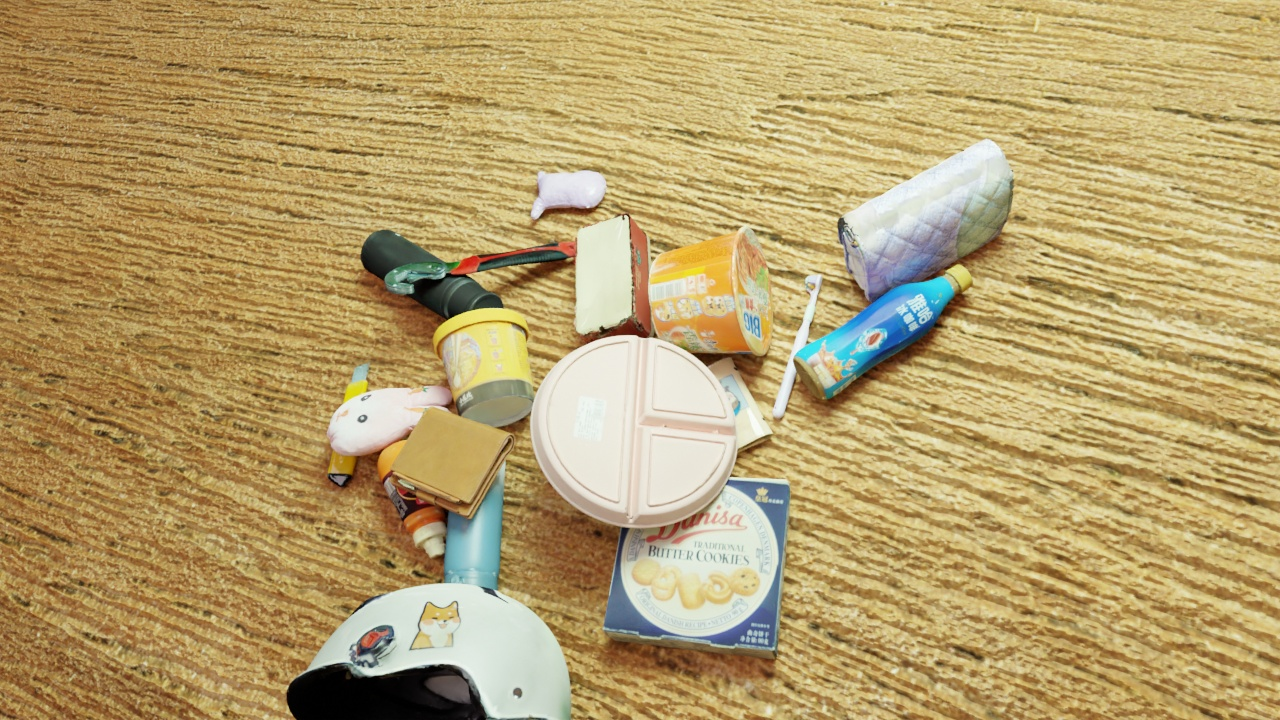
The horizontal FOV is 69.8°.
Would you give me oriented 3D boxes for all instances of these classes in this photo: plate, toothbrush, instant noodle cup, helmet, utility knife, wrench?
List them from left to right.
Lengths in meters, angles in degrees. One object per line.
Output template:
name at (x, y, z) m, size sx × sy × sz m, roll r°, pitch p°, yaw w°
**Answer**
utility knife at (-0.379, 0.082, 1.206) m, size 0.033 × 0.015 × 0.180 m, roll 5°, pitch 61°, yaw -4°
helmet at (-0.192, 0.308, 0.919) m, size 0.274 × 0.230 × 0.156 m, roll 5°, pitch 45°, yaw 13°
wrench at (-0.197, -0.126, 1.190) m, size 0.272 × 0.016 × 0.056 m, roll -14°, pitch 40°, yaw -25°
instant noodle cup at (-0.186, 0.014, 1.129) m, size 0.118 × 0.118 × 0.114 m, roll -20°, pitch 67°, yaw 6°
plate at (-0.004, 0.068, 0.992) m, size 0.229 × 0.028 × 0.229 m, roll 4°, pitch 61°, yaw -7°
instant noodle cup at (0.082, -0.074, 1.077) m, size 0.112 × 0.151 × 0.151 m, roll -7°, pitch 60°, yaw 23°
toothbrush at (0.185, -0.018, 1.083) m, size 0.021 × 0.029 × 0.188 m, roll 24°, pitch 68°, yaw -13°

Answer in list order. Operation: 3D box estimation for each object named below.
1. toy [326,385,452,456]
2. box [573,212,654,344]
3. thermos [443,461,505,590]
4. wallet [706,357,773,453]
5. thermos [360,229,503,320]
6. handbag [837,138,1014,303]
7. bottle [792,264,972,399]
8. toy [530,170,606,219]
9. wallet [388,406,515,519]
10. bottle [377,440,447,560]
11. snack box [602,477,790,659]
toy at (-0.316, 0.071, 1.157) m, size 0.159 × 0.054 × 0.121 m, roll -15°, pitch 31°, yaw -5°
box at (-0.040, -0.101, 1.156) m, size 0.091 × 0.075 × 0.168 m, roll -16°, pitch 58°, yaw 22°
thermos at (-0.191, 0.186, 1.060) m, size 0.070 × 0.070 × 0.220 m, roll -8°, pitch 59°, yaw 13°
wallet at (0.091, 0.059, 1.070) m, size 0.087 × 0.024 × 0.115 m, roll -24°, pitch 59°, yaw -2°
thermos at (-0.279, -0.098, 1.238) m, size 0.243 × 0.090 × 0.068 m, roll 31°, pitch 70°, yaw 35°
handbag at (0.322, -0.157, 1.049) m, size 0.194 × 0.134 × 0.075 m, roll -29°, pitch 59°, yaw 0°
bottle at (0.277, -0.038, 1.038) m, size 0.218 × 0.065 × 0.065 m, roll -34°, pitch 58°, yaw -2°
toy at (-0.099, -0.234, 1.276) m, size 0.108 × 0.039 × 0.083 m, roll 0°, pitch 62°, yaw 14°
wallet at (-0.219, 0.114, 1.053) m, size 0.132 × 0.031 × 0.107 m, roll 14°, pitch 66°, yaw 33°
bottle at (-0.266, 0.170, 1.100) m, size 0.067 × 0.067 × 0.149 m, roll -28°, pitch 65°, yaw 1°
snack box at (0.063, 0.213, 0.980) m, size 0.178 × 0.046 × 0.182 m, roll 1°, pitch 64°, yaw 17°
